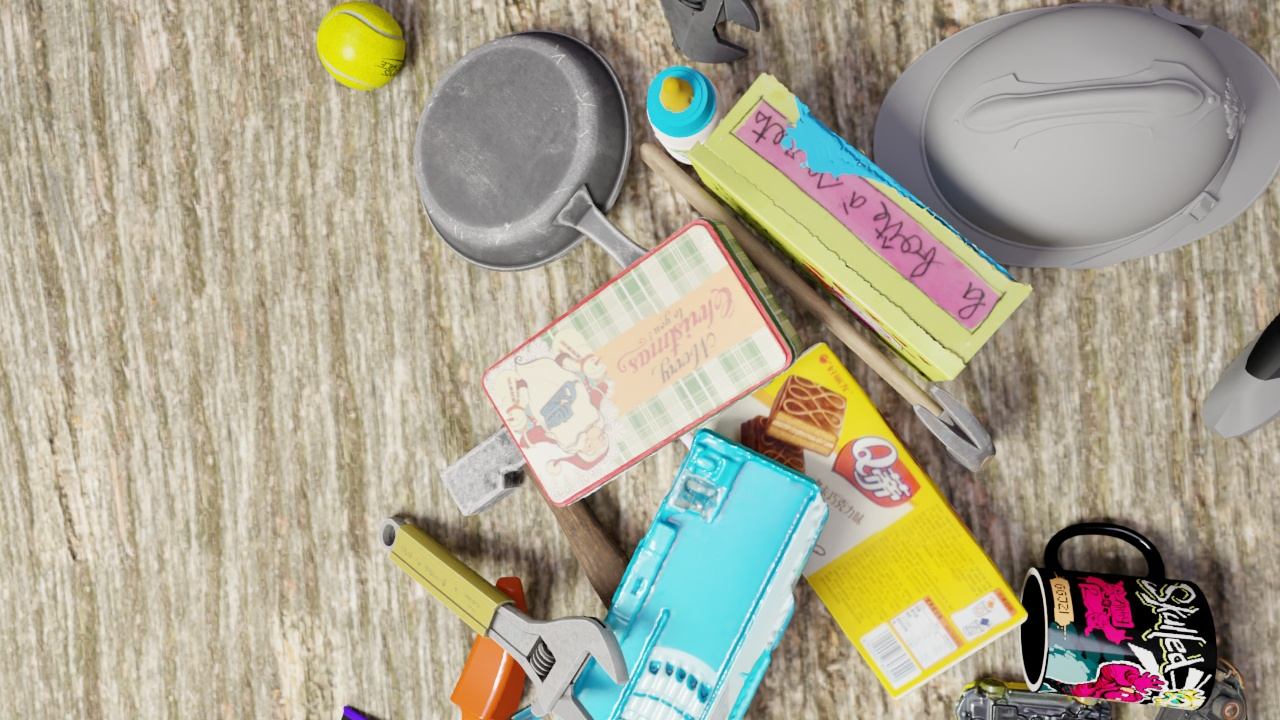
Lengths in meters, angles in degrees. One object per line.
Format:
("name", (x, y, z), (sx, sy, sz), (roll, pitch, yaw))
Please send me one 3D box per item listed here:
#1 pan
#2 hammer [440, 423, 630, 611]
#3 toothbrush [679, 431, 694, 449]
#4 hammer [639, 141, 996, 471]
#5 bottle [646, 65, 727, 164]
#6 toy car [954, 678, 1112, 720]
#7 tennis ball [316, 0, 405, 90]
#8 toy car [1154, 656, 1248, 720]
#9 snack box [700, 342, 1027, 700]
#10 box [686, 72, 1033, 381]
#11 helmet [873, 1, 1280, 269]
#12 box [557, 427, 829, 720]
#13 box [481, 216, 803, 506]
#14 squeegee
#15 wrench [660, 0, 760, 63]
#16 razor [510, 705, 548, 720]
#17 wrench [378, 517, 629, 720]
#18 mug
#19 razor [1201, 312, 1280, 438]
("pan", (-0.039, -0.105, 0.667), (0.357, 0.055, 0.187), (45, 103, 21))
("hammer", (0.014, 0.144, 0.675), (0.218, 0.037, 0.300), (-35, 78, 10))
("toothbrush", (0.015, 0.035, 0.656), (0.154, 0.015, 0.022), (51, 135, 12))
("hammer", (0.119, -0.047, 0.646), (0.031, 0.119, 0.331), (-45, 74, 7))
("bottle", (0.032, -0.168, 0.625), (0.051, 0.146, 0.051), (0, 91, 11))
("toy car", (0.276, 0.251, 0.646), (0.107, 0.030, 0.049), (3, 93, 9))
("tennis ball", (-0.217, -0.245, 0.714), (0.065, 0.065, 0.065), (0, 91, 11))
("toy car", (0.379, 0.256, 0.618), (0.047, 0.047, 0.112), (26, 92, -9))
("snack box", (0.155, 0.107, 0.651), (0.110, 0.061, 0.230), (-37, 84, 11))
("box", (0.140, -0.085, 0.620), (0.221, 0.124, 0.081), (40, 96, 6))
("helmet", (0.293, -0.154, 0.587), (0.271, 0.117, 0.183), (-1, 91, 10))
("box", (0.031, 0.169, 0.578), (0.098, 0.121, 0.227), (26, 95, 1))
("box", (-0.004, 0.004, 0.620), (0.206, 0.049, 0.117), (-32, 89, 21))
("squeegee", (-0.116, 0.251, 0.706), (0.250, 0.055, 0.185), (20, 107, 24))
("wrench", (-0.023, -0.311, 0.644), (0.273, 0.018, 0.073), (38, 127, -14))
("razor", (-0.042, 0.251, 0.716), (0.144, 0.022, 0.042), (-34, 76, 15))
("wrench", (-0.112, 0.175, 0.664), (0.274, 0.018, 0.083), (25, 100, 39))
("mug", (0.315, 0.167, 0.618), (0.098, 0.082, 0.117), (3, 65, 11))
("razor", (0.430, -0.013, 0.598), (0.156, 0.060, 0.057), (-64, 37, 22))
